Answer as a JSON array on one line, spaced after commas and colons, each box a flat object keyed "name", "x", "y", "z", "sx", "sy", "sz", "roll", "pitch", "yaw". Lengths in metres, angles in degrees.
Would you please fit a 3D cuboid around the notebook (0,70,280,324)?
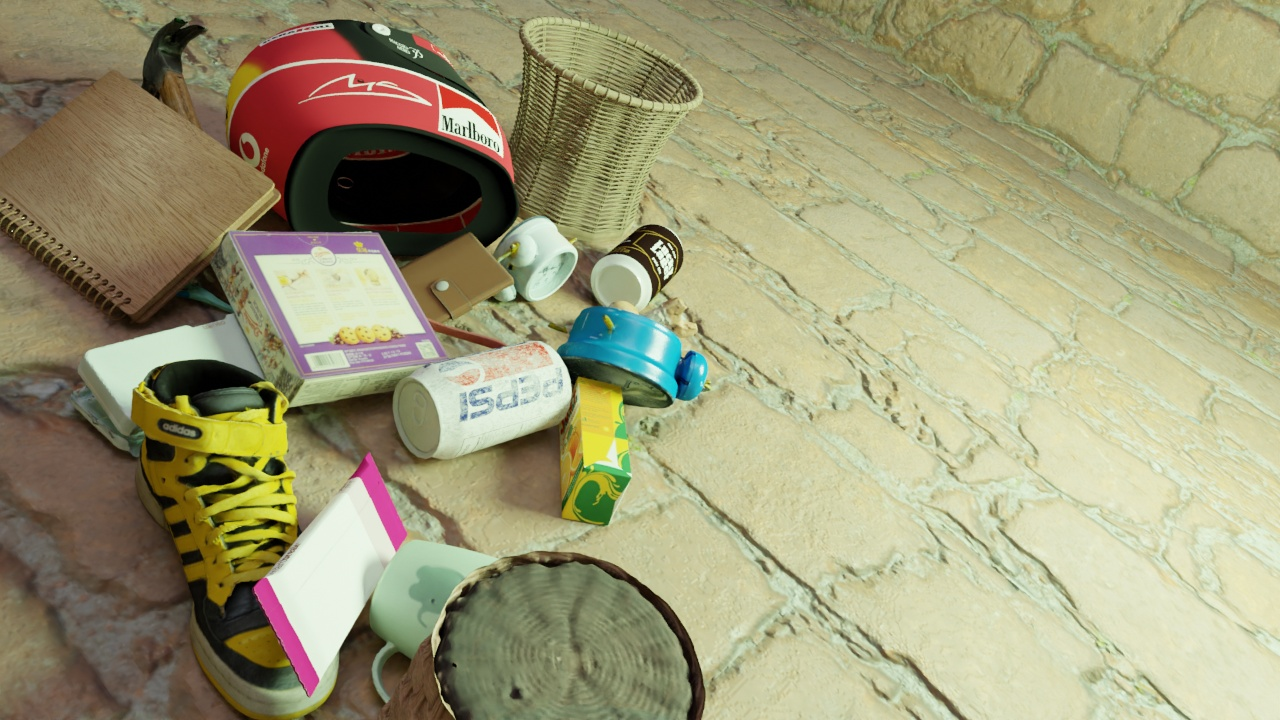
[{"name": "notebook", "x": -0.441, "y": -0.141, "z": 0.781, "sx": 0.210, "sy": 0.022, "sz": 0.168, "roll": 34, "pitch": 70, "yaw": 15}]

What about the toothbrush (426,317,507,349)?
[{"name": "toothbrush", "x": -0.201, "y": -0.036, "z": 0.834, "sx": 0.184, "sy": 0.015, "sz": 0.015, "roll": 17, "pitch": 36, "yaw": 15}]

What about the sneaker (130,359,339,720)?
[{"name": "sneaker", "x": -0.246, "y": 0.093, "z": 0.565, "sx": 0.085, "sy": 0.122, "sz": 0.238, "roll": -14, "pitch": 48, "yaw": -41}]

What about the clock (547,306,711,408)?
[{"name": "clock", "x": -0.005, "y": 0.005, "z": 0.852, "sx": 0.161, "sy": 0.117, "sz": 0.060, "roll": 29, "pitch": 69, "yaw": -36}]

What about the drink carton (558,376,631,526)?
[{"name": "drink carton", "x": -0.041, "y": 0.073, "z": 0.780, "sx": 0.041, "sy": 0.058, "sz": 0.122, "roll": 14, "pitch": 35, "yaw": -16}]

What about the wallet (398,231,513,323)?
[{"name": "wallet", "x": -0.194, "y": -0.073, "z": 0.881, "sx": 0.120, "sy": 0.013, "sz": 0.087, "roll": -32, "pitch": 59, "yaw": -19}]

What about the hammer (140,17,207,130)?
[{"name": "hammer", "x": -0.415, "y": -0.194, "z": 0.858, "sx": 0.033, "sy": 0.132, "sz": 0.330, "roll": 6, "pitch": 43, "yaw": -48}]

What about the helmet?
[{"name": "helmet", "x": -0.274, "y": -0.233, "z": 0.932, "sx": 0.270, "sy": 0.198, "sz": 0.224, "roll": 3, "pitch": 47, "yaw": -29}]

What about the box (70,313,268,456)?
[{"name": "box", "x": -0.320, "y": 0.004, "z": 0.706, "sx": 0.085, "sy": 0.071, "sz": 0.198, "roll": 23, "pitch": 27, "yaw": 22}]

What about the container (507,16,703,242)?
[{"name": "container", "x": -0.064, "y": -0.280, "z": 1.131, "sx": 0.227, "sy": 0.197, "sz": 0.226, "roll": 17, "pitch": 34, "yaw": -12}]

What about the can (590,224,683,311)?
[{"name": "can", "x": -0.001, "y": -0.105, "z": 1.042, "sx": 0.072, "sy": 0.072, "sz": 0.128, "roll": 29, "pitch": 33, "yaw": 7}]

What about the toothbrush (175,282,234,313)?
[{"name": "toothbrush", "x": -0.386, "y": -0.059, "z": 0.784, "sx": 0.135, "sy": 0.017, "sz": 0.022, "roll": 18, "pitch": 37, "yaw": -10}]

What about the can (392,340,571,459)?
[{"name": "can", "x": -0.129, "y": 0.032, "z": 0.764, "sx": 0.135, "sy": 0.078, "sz": 0.078, "roll": -15, "pitch": 50, "yaw": -44}]

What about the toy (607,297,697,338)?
[{"name": "toy", "x": -0.001, "y": -0.031, "z": 0.952, "sx": 0.106, "sy": 0.074, "sz": 0.085, "roll": 11, "pitch": -3, "yaw": 17}]

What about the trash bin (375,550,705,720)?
[{"name": "trash bin", "x": -0.072, "y": 0.203, "z": 0.441, "sx": 0.151, "sy": 0.211, "sz": 0.151, "roll": 16, "pitch": 34, "yaw": -11}]

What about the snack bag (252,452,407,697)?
[{"name": "snack bag", "x": -0.186, "y": 0.123, "z": 0.571, "sx": 0.016, "sy": 0.070, "sz": 0.196, "roll": -20, "pitch": 14, "yaw": 6}]

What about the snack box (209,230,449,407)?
[{"name": "snack box", "x": -0.252, "y": -0.040, "z": 0.755, "sx": 0.143, "sy": 0.041, "sz": 0.148, "roll": -9, "pitch": 61, "yaw": -51}]

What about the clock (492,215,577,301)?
[{"name": "clock", "x": -0.119, "y": -0.103, "z": 0.957, "sx": 0.057, "sy": 0.083, "sz": 0.117, "roll": 44, "pitch": 37, "yaw": 17}]

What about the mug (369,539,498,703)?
[{"name": "mug", "x": -0.119, "y": 0.175, "z": 0.581, "sx": 0.104, "sy": 0.084, "sz": 0.111, "roll": 19, "pitch": 61, "yaw": 9}]
